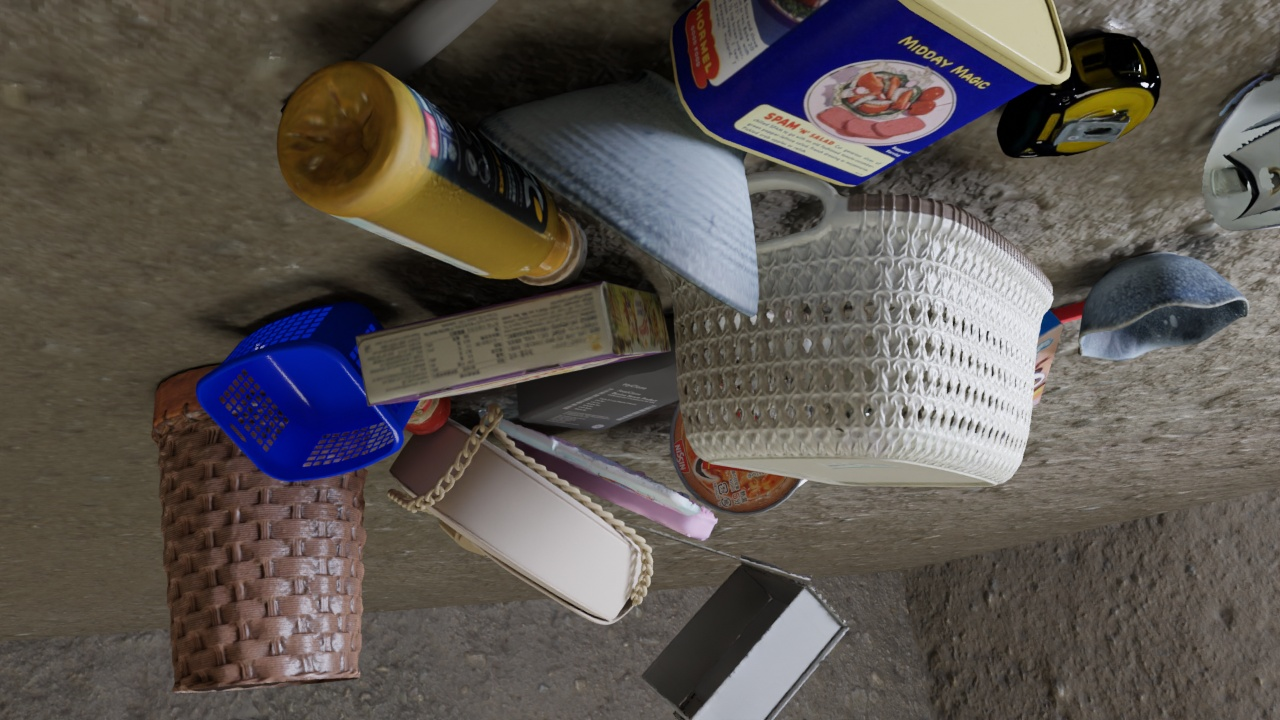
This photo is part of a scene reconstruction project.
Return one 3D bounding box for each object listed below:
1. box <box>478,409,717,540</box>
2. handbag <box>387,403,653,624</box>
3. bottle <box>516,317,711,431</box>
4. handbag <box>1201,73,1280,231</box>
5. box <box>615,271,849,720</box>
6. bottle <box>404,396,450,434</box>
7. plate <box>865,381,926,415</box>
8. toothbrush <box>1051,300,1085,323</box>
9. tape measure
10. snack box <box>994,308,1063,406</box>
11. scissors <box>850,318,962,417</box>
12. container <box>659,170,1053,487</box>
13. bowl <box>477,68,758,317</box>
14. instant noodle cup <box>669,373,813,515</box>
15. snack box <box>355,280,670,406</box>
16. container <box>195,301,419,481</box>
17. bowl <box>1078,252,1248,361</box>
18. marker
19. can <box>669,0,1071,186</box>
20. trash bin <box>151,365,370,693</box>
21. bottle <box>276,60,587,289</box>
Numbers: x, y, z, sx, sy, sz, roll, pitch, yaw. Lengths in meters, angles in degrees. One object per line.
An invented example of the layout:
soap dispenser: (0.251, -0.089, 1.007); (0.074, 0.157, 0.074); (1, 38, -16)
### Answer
box: (-0.037, 0.102, 0.805); (0.201, 0.038, 0.152); (20, 173, 21)
handbag: (-0.100, 0.121, 0.763); (0.208, 0.103, 0.211); (40, 168, -27)
bottle: (-0.004, 0.004, 0.658); (0.083, 0.046, 0.174); (12, 153, -44)
handbag: (0.367, -0.108, 0.468); (0.151, 0.074, 0.176); (-7, 180, 4)
box: (0.041, 0.137, 0.870); (0.173, 0.422, 0.168); (-20, -179, -17)
bottle: (-0.168, 0.020, 0.653); (0.044, 0.044, 0.109); (-8, 161, 1)
plate: (0.248, 0.033, 0.869); (0.104, 0.026, 0.104); (-7, 160, -3)
toothbrush: (0.307, -0.030, 0.730); (0.213, 0.012, 0.018); (-18, 155, 29)
tape measure: (0.196, -0.115, 0.407); (0.061, 0.034, 0.062); (-11, 162, 6)
snack box: (0.280, 0.017, 0.731); (0.087, 0.034, 0.151); (-32, 151, 0)
scissors: (0.228, 0.007, 0.719); (0.201, 0.015, 0.203); (-14, 148, -27)
container: (0.129, -0.003, 0.539); (0.185, 0.142, 0.245); (-6, 166, 40)
bowl: (0.007, -0.079, 0.374); (0.057, 0.137, 0.137); (-55, 146, 9)
instant noodle cup: (0.107, 0.069, 0.800); (0.124, 0.123, 0.121); (-16, 168, 25)
snack box: (-0.067, -0.010, 0.543); (0.143, 0.040, 0.148); (-12, 179, 13)
container: (-0.197, 0.017, 0.561); (0.114, 0.058, 0.096); (-16, 122, 24)
bowl: (0.360, -0.042, 0.648); (0.110, 0.055, 0.110); (-6, 162, -2)
marker: (-0.093, -0.113, 0.337); (0.139, 0.016, 0.022); (-23, 132, 36)
can: (0.081, -0.114, 0.333); (0.116, 0.056, 0.092); (8, 157, -39)
trash bin: (-0.271, 0.124, 0.658); (0.151, 0.210, 0.151); (-6, 161, -2)
bottle: (-0.073, -0.067, 0.394); (0.053, 0.053, 0.186); (-13, 170, 17)
